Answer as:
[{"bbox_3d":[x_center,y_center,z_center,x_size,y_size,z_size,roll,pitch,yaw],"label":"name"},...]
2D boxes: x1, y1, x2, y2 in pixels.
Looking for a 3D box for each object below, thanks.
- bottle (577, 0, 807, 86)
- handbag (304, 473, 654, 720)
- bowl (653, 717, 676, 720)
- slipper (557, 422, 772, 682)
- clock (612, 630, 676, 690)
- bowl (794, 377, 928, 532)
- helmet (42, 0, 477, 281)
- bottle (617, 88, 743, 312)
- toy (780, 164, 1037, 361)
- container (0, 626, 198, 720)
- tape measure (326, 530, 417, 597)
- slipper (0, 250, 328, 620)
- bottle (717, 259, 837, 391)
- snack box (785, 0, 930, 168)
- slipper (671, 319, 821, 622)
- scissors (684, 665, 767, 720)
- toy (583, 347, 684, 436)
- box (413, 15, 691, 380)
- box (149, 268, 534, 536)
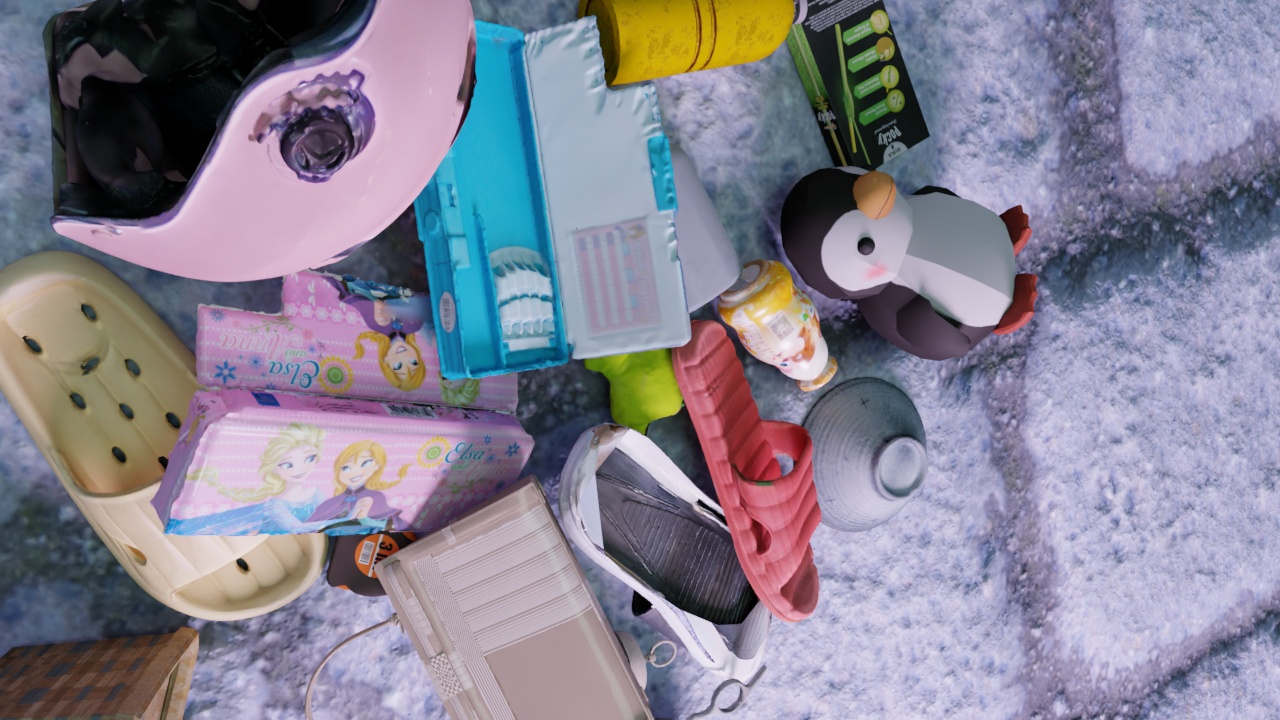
[{"bbox_3d":[0.044,-0.244,0.654,0.163,0.071,0.071,-16,103,-22],"label":"bottle"},{"bbox_3d":[-0.117,0.197,0.587,0.198,0.062,0.175,-26,91,-5],"label":"handbag"},{"bbox_3d":[0.001,0.336,0.705,0.144,0.067,0.145,-3,97,-24],"label":"bowl"},{"bbox_3d":[0.018,0.145,0.680,0.264,0.063,0.111,49,52,-37],"label":"slipper"},{"bbox_3d":[-0.047,0.232,0.674,0.156,0.061,0.103,-11,113,-20],"label":"clock"},{"bbox_3d":[0.202,0.085,0.771,0.137,0.057,0.137,-3,98,-24],"label":"bowl"},{"bbox_3d":[-0.184,-0.149,0.484,0.255,0.230,0.152,-45,140,8],"label":"helmet"},{"bbox_3d":[0.011,-0.116,0.667,0.072,0.046,0.161,-34,109,-17],"label":"bottle"},{"bbox_3d":[0.190,-0.080,0.725,0.184,0.140,0.158,22,54,-16],"label":"toy"},{"bbox_3d":[-0.298,0.293,0.521,0.186,0.157,0.250,14,90,-14],"label":"container"},{"bbox_3d":[-0.178,0.127,0.617,0.058,0.038,0.058,15,83,-13],"label":"tape measure"},{"bbox_3d":[-0.288,0.057,0.539,0.111,0.079,0.261,-34,108,-13],"label":"slipper"},{"bbox_3d":[0.109,-0.025,0.713,0.063,0.063,0.109,-45,113,-13],"label":"bottle"},{"bbox_3d":[0.172,-0.230,0.737,0.080,0.025,0.147,-31,108,-18],"label":"snack box"},{"bbox_3d":[0.098,0.080,0.700,0.103,0.059,0.249,-36,107,-57],"label":"slipper"},{"bbox_3d":[0.021,0.265,0.659,0.161,0.014,0.117,18,90,-28],"label":"scissors"},{"bbox_3d":[-0.004,0.004,0.682,0.093,0.036,0.094,27,78,-19],"label":"toy"},{"bbox_3d":[-0.066,-0.109,0.603,0.170,0.085,0.227,-8,92,-16],"label":"box"},{"bbox_3d":[-0.159,0.031,0.559,0.230,0.063,0.160,10,92,-49],"label":"box"}]
